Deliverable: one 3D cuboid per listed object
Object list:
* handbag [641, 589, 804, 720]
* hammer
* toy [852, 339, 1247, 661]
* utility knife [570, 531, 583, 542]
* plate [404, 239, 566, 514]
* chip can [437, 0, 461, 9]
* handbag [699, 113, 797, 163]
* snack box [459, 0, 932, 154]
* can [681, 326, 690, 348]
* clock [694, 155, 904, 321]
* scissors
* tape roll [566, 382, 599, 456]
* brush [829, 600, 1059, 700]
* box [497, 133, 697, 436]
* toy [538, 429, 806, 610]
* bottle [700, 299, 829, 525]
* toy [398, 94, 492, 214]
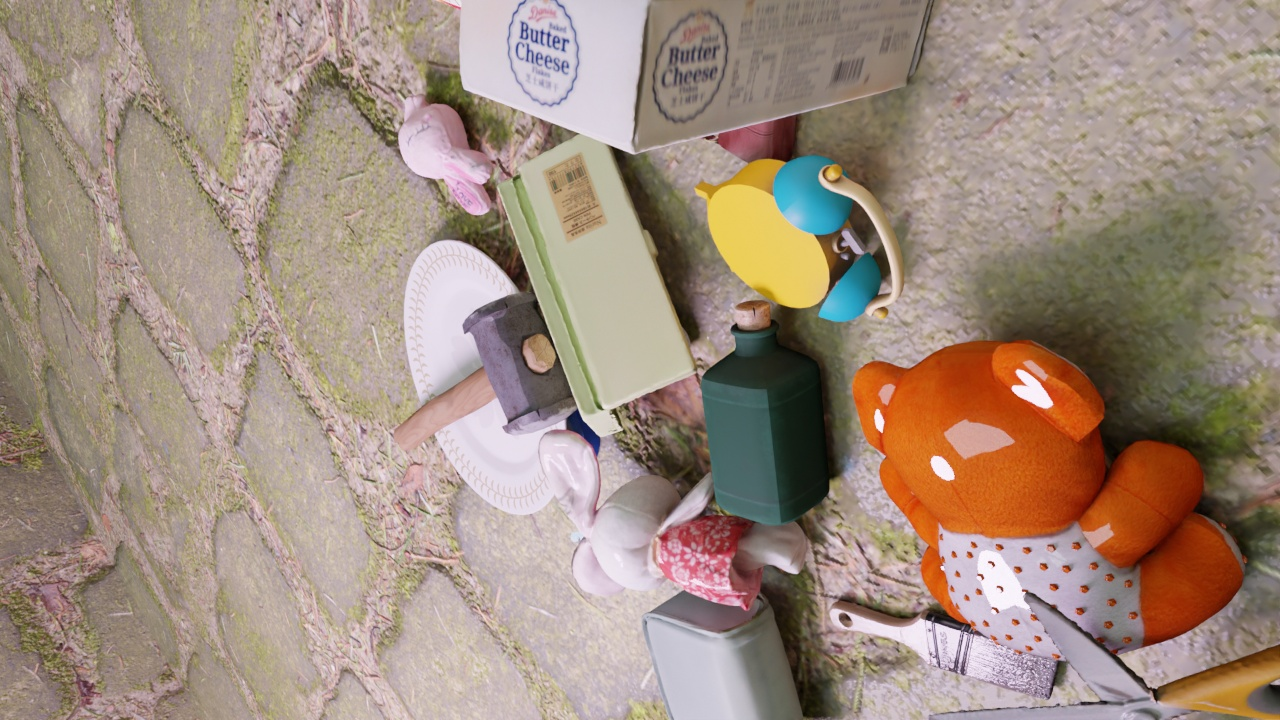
[{"bbox_3d":[0.066,0.229,0.670,0.106,0.067,0.122,-2,108,55],"label":"handbag"},{"bbox_3d":[-0.150,0.033,0.765,0.329,0.052,0.098,-25,87,56],"label":"hammer"},{"bbox_3d":[0.187,0.064,0.457,0.164,0.092,0.172,-12,112,51],"label":"toy"},{"bbox_3d":[-0.009,0.137,0.741,0.162,0.015,0.022,-24,89,49],"label":"utility knife"},{"bbox_3d":[-0.133,0.015,0.784,0.243,0.016,0.243,25,125,42],"label":"plate"},{"bbox_3d":[-0.157,-0.290,0.657,0.215,0.051,0.052,31,129,32],"label":"chip can"},{"bbox_3d":[0.040,-0.152,0.545,0.120,0.029,0.055,30,132,39],"label":"handbag"},{"bbox_3d":[0.032,-0.150,0.412,0.104,0.207,0.058,29,128,34],"label":"snack box"},{"bbox_3d":[-0.004,0.004,0.657,0.095,0.032,0.032,-35,83,48],"label":"can"},{"bbox_3d":[0.087,-0.068,0.507,0.130,0.043,0.099,17,144,49],"label":"clock"},{"bbox_3d":[0.260,0.170,0.430,0.230,0.016,0.225,-29,115,30],"label":"scissors"},{"bbox_3d":[-0.073,0.055,0.765,0.093,0.016,0.091,29,128,33],"label":"tape roll"},{"bbox_3d":[0.181,0.172,0.565,0.151,0.012,0.039,4,112,45],"label":"brush"},{"bbox_3d":[-0.041,-0.050,0.622,0.128,0.066,0.188,-37,67,46],"label":"box"},{"bbox_3d":[0.017,0.122,0.642,0.195,0.084,0.159,1,122,32],"label":"toy"},{"bbox_3d":[0.076,0.028,0.565,0.061,0.061,0.131,11,116,45],"label":"bottle"},{"bbox_3d":[-0.156,-0.163,0.722,0.110,0.047,0.064,43,143,18],"label":"toy"}]
